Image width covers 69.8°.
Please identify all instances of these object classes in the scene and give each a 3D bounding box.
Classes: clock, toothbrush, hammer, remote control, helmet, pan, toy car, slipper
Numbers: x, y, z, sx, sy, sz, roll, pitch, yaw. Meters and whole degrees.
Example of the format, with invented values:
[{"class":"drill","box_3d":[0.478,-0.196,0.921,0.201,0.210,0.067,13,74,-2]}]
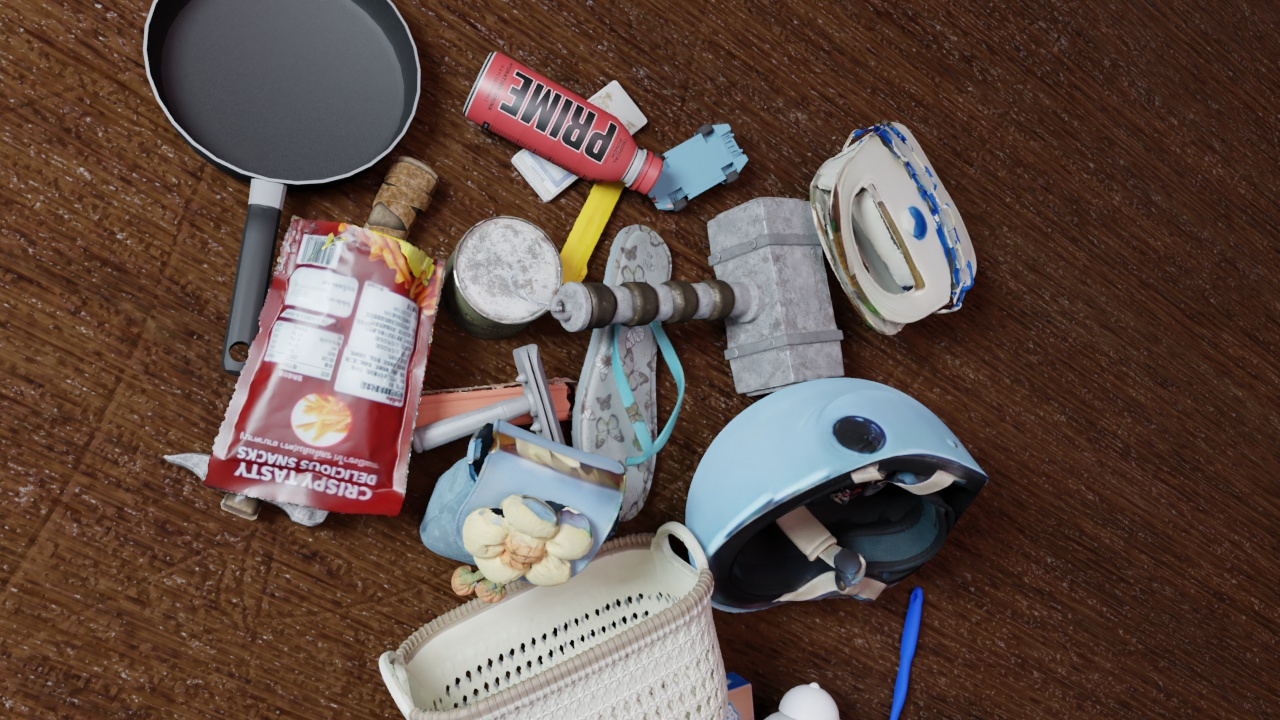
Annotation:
[{"class":"clock","box_3d":[0.138,0.371,0.788,0.160,0.073,0.125,-55,132,-28]},{"class":"toothbrush","box_3d":[0.261,0.315,0.905,0.018,0.016,0.182,21,74,-24]},{"class":"hammer","box_3d":[-0.245,-0.026,0.730,0.121,0.049,0.318,27,71,-14]},{"class":"remote control","box_3d":[-0.055,-0.205,0.853,0.135,0.011,0.050,-43,99,-22]},{"class":"helmet","box_3d":[0.148,0.114,0.794,0.265,0.226,0.166,-8,47,-26]},{"class":"hammer","box_3d":[0.037,-0.050,0.789,0.325,0.080,0.177,-5,84,-39]},{"class":"pan","box_3d":[-0.289,-0.160,0.723,0.204,0.044,0.355,9,77,-20]},{"class":"toy car","box_3d":[0.047,-0.183,0.885,0.107,0.027,0.060,-32,95,-14]},{"class":"slipper","box_3d":[-0.005,0.005,0.805,0.098,0.055,0.268,17,73,-42]}]

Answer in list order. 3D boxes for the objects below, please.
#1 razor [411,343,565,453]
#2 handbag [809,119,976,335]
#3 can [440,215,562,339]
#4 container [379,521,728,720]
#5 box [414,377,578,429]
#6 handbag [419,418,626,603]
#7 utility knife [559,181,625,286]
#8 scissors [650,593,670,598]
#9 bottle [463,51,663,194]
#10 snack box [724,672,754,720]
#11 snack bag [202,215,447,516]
[{"class":"razor","box_3d":[-0.126,0.046,0.733,0.116,0.047,0.088,-19,104,-16]},{"class":"handbag","box_3d":[0.243,-0.126,0.885,0.200,0.093,0.198,56,43,-10]},{"class":"can","box_3d":[-0.119,-0.067,0.771,0.089,0.075,0.089,4,80,-21]},{"class":"container","box_3d":[-0.054,0.236,0.697,0.245,0.185,0.143,-22,102,-16]},{"class":"box","box_3d":[-0.132,0.039,0.764,0.186,0.056,0.059,-7,53,-25]},{"class":"handbag","box_3d":[-0.097,0.120,0.684,0.121,0.192,0.118,23,59,-20]},{"class":"utility knife","box_3d":[-0.045,-0.123,0.843,0.030,0.017,0.151,31,72,-21]},{"class":"scissors","box_3d":[0.021,0.253,0.813,0.141,0.014,0.175,3,85,-20]},{"class":"bottle","box_3d":[-0.063,-0.201,0.807,0.176,0.062,0.062,26,73,-14]},{"class":"snack box","box_3d":[0.027,0.332,0.786,0.151,0.034,0.087,-8,97,-25]},{"class":"snack bag","box_3d":[-0.223,0.005,0.675,0.139,0.067,0.207,14,75,-15]}]
